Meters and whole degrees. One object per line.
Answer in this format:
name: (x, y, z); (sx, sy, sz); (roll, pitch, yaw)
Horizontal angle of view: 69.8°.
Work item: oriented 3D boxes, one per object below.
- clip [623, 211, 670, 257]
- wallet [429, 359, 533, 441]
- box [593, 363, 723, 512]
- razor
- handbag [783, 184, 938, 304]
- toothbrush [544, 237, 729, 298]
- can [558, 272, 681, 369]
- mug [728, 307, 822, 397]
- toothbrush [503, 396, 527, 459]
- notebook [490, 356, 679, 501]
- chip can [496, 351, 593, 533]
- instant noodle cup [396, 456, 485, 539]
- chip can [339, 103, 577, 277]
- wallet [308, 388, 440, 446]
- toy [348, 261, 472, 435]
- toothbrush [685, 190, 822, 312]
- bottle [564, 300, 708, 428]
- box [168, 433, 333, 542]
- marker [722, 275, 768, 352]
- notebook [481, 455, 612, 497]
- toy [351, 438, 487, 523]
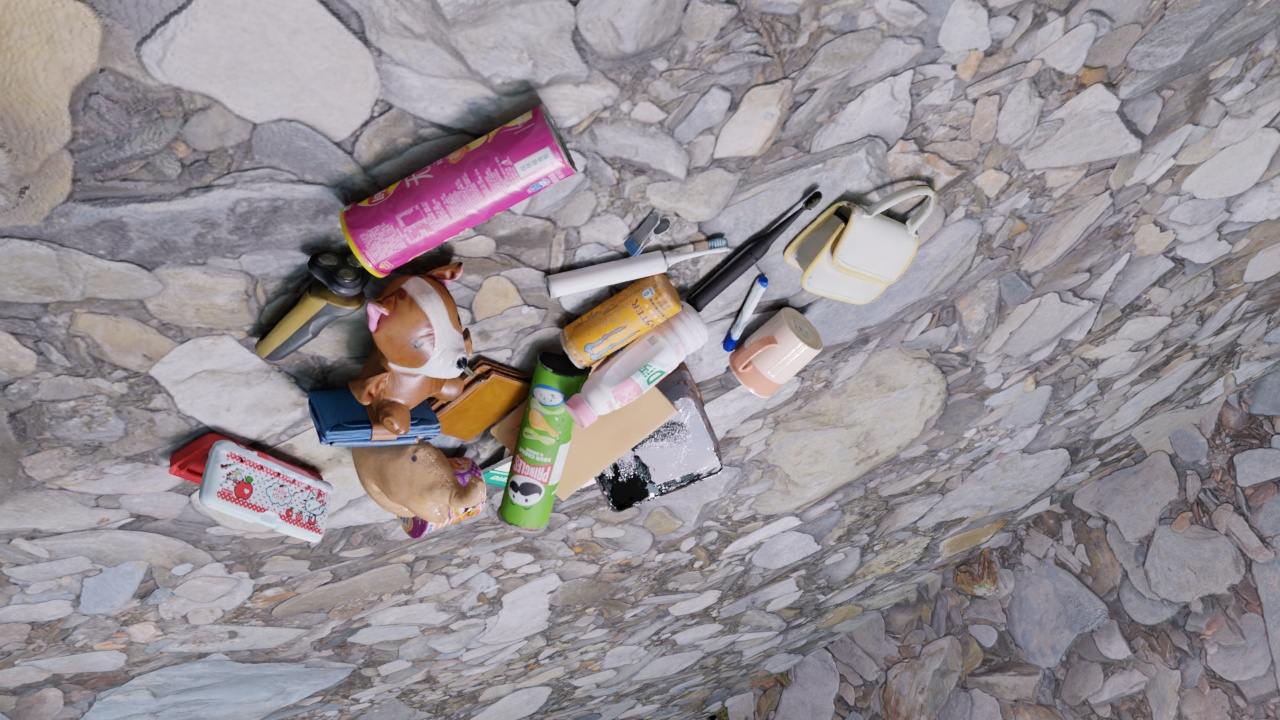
clip: (0.007, -0.140, 1.018); (0.057, 0.024, 0.028); (-42, 148, 19)
wallet: (-0.212, 0.052, 1.164); (0.131, 0.035, 0.119); (-37, 146, 20)
box: (0.007, 0.095, 1.321); (0.182, 0.168, 0.151); (-22, 107, 8)
razor: (-0.334, -0.052, 0.920); (0.168, 0.062, 0.067); (-34, 117, 29)
handbag: (0.289, -0.151, 1.145); (0.163, 0.063, 0.179); (9, 134, -43)
toothbrush: (-0.001, -0.109, 1.055); (0.221, 0.026, 0.027); (-14, -174, -12)
can: (-0.024, -0.049, 1.102); (0.146, 0.058, 0.058); (-32, 148, 15)
mug: (0.178, -0.012, 1.258); (0.106, 0.081, 0.114); (-44, 154, 29)
toothbrush: (-0.174, 0.102, 1.281); (0.016, 0.018, 0.192); (-7, 146, -21)
notebook: (-0.075, 0.080, 1.216); (0.208, 0.008, 0.148); (-39, 110, 13)
chip can: (-0.124, 0.105, 1.181); (0.072, 0.072, 0.236); (2, 116, -34)
instant noodle cup: (-0.274, 0.182, 1.265); (0.099, 0.111, 0.112); (-6, 146, -38)
chip can: (-0.165, -0.154, 0.839); (0.211, 0.071, 0.071); (-26, 149, 6)
wallet: (-0.308, 0.062, 1.060); (0.132, 0.106, 0.040); (-2, 118, -29)
toy: (-0.238, -0.012, 0.973); (0.139, 0.130, 0.200); (-42, 157, -45)
toothbrush: (0.137, -0.130, 1.107); (0.026, 0.027, 0.213); (42, 119, -14)
bottle: (-0.007, 0.007, 1.129); (0.196, 0.068, 0.068); (-39, 152, -15)
box: (-0.465, 0.166, 1.121); (0.095, 0.099, 0.201); (-30, 148, 11)
marker: (0.140, -0.061, 1.227); (0.016, 0.017, 0.146); (-8, 147, -22)
notebook: (-0.135, 0.170, 1.392); (0.151, 0.012, 0.209); (-26, 152, 28)
toy: (-0.276, 0.136, 1.116); (0.226, 0.143, 0.082); (-4, -145, 50)
